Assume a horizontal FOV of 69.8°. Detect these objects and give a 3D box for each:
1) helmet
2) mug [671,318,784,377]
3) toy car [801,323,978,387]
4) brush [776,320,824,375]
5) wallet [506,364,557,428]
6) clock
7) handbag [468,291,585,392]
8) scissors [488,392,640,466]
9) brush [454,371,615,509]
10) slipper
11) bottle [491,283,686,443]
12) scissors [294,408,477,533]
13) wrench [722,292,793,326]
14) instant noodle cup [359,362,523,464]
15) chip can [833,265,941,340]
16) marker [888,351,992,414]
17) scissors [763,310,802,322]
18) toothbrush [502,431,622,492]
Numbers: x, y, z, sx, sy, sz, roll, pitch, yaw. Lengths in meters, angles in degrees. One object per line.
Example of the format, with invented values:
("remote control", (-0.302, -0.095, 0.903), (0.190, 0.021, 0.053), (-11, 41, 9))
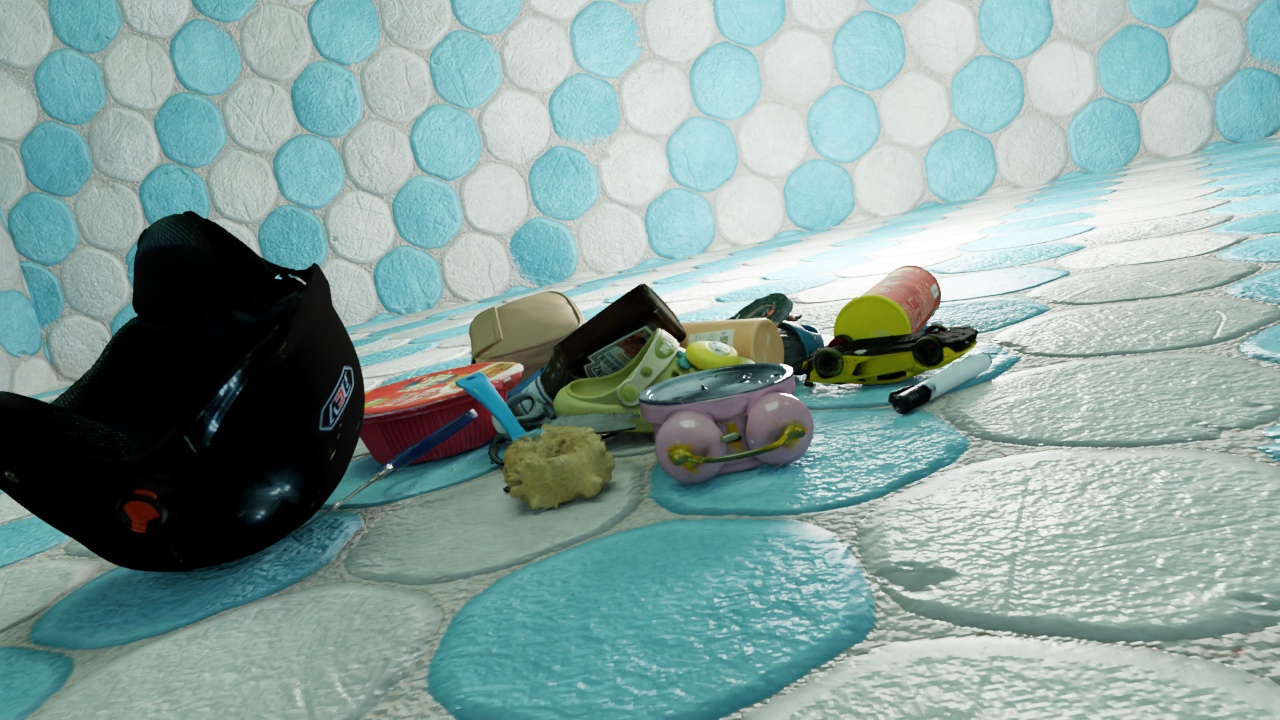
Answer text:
("helmet", (-0.318, 0.036, 0.670), (0.275, 0.230, 0.232), (-12, 38, 25))
("mug", (0.070, -0.005, 0.874), (0.123, 0.078, 0.078), (-7, 10, 39))
("toy car", (0.218, -0.003, 0.811), (0.156, 0.041, 0.071), (-9, 10, 26))
("brush", (0.143, -0.016, 0.937), (0.073, 0.055, 0.144), (-15, 10, -16))
("wallet", (-0.090, 0.031, 0.961), (0.106, 0.040, 0.133), (-35, 16, -14))
("clock", (0.062, 0.046, 0.669), (0.117, 0.060, 0.158), (-11, 8, -2))
("handbag", (-0.136, -0.016, 1.134), (0.147, 0.100, 0.204), (-14, 20, -6))
("scissors", (-0.064, 0.045, 0.757), (0.175, 0.014, 0.136), (-40, 42, 23))
("brush", (-0.101, 0.052, 0.742), (0.083, 0.046, 0.255), (-23, 28, -21))
("slipper", (0.017, 0.017, 0.788), (0.190, 0.082, 0.091), (-4, 20, 4))
("bottle", (-0.053, 0.009, 0.851), (0.195, 0.044, 0.080), (-36, -39, 11))
("scissors", (-0.201, 0.087, 0.740), (0.162, 0.012, 0.172), (-32, 4, 12))
("wrench", (0.063, -0.021, 0.975), (0.274, 0.016, 0.056), (-22, 26, 51))
("instant noodle cup", (-0.206, 0.055, 0.922), (0.194, 0.066, 0.193), (-12, 9, 2))
("chip can", (0.259, -0.050, 0.943), (0.073, 0.073, 0.216), (-7, 11, 28))
("marker", (0.244, 0.016, 0.739), (0.130, 0.018, 0.022), (-21, 46, -39))
("scissors", (0.110, -0.043, 1.260), (0.215, 0.015, 0.196), (-22, 14, -40))
("toothbrush", (-0.051, 0.072, 0.783), (0.014, 0.018, 0.188), (3, 18, 36))
